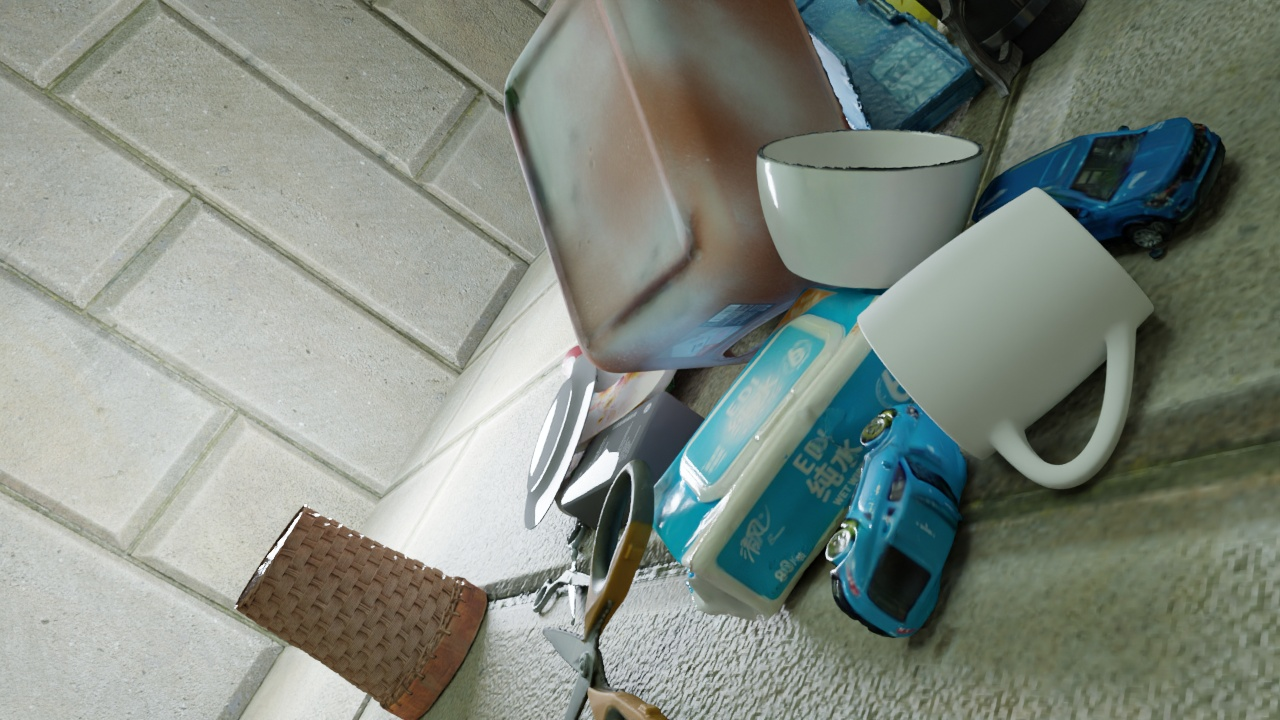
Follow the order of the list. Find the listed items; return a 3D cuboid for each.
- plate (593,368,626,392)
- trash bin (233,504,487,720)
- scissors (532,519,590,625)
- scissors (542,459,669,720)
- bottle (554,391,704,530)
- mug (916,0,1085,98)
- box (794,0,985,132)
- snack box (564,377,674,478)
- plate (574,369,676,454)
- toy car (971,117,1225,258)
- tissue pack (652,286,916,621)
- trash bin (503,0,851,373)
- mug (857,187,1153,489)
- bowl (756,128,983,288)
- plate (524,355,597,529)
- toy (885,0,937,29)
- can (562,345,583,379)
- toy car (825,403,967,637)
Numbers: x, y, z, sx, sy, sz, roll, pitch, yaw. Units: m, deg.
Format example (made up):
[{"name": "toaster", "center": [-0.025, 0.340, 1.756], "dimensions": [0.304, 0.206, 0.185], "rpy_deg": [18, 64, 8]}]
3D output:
[{"name": "plate", "center": [-0.022, -0.018, 0.890], "dimensions": [0.104, 0.026, 0.104], "rpy_deg": [-47, 17, 19]}, {"name": "trash bin", "center": [-0.286, 0.251, 0.941], "dimensions": [0.151, 0.210, 0.151], "rpy_deg": [-50, 15, 18]}, {"name": "scissors", "center": [-0.052, 0.169, 0.765], "dimensions": [0.142, 0.014, 0.146], "rpy_deg": [-43, 18, 49]}, {"name": "scissors", "center": [-0.020, 0.163, 0.532], "dimensions": [0.225, 0.016, 0.229], "rpy_deg": [-175, 94, -67]}, {"name": "bottle", "center": [-0.021, 0.095, 0.765], "dimensions": [0.174, 0.046, 0.083], "rpy_deg": [-36, 23, 53]}, {"name": "mug", "center": [0.225, -0.244, 0.611], "dimensions": [0.115, 0.107, 0.080], "rpy_deg": [-61, 15, -25]}, {"name": "box", "center": [0.148, -0.268, 0.704], "dimensions": [0.094, 0.112, 0.231], "rpy_deg": [-37, 48, 12]}, {"name": "snack box", "center": [-0.029, 0.052, 0.933], "dimensions": [0.168, 0.027, 0.131], "rpy_deg": [-50, 16, 18]}, {"name": "plate", "center": [-0.005, 0.005, 0.877], "dimensions": [0.188, 0.016, 0.186], "rpy_deg": [-35, 23, 46]}, {"name": "toy car", "center": [0.202, -0.075, 0.421], "dimensions": [0.056, 0.043, 0.120], "rpy_deg": [-58, 14, -14]}, {"name": "tissue pack", "center": [0.087, 0.038, 0.506], "dimensions": [0.209, 0.066, 0.117], "rpy_deg": [-53, 15, 1]}, {"name": "trash bin", "center": [0.025, -0.134, 0.635], "dimensions": [0.182, 0.157, 0.259], "rpy_deg": [-37, 65, 49]}, {"name": "mug", "center": [0.157, -0.005, 0.371], "dimensions": [0.088, 0.081, 0.114], "rpy_deg": [-43, 48, 20]}, {"name": "bowl", "center": [0.121, -0.082, 0.492], "dimensions": [0.116, 0.116, 0.066], "rpy_deg": [-89, -4, -67]}, {"name": "plate", "center": [-0.081, 0.072, 0.867], "dimensions": [0.178, 0.012, 0.178], "rpy_deg": [-160, 91, -77]}, {"name": "toy", "center": [0.176, -0.235, 0.807], "dimensions": [0.149, 0.084, 0.213], "rpy_deg": [22, 76, 54]}, {"name": "can", "center": [-0.062, 0.010, 1.092], "dimensions": [0.054, 0.054, 0.096], "rpy_deg": [-55, 14, -2]}, {"name": "toy car", "center": [0.112, 0.063, 0.386], "dimensions": [0.032, 0.048, 0.105], "rpy_deg": [-36, 23, 55]}]
